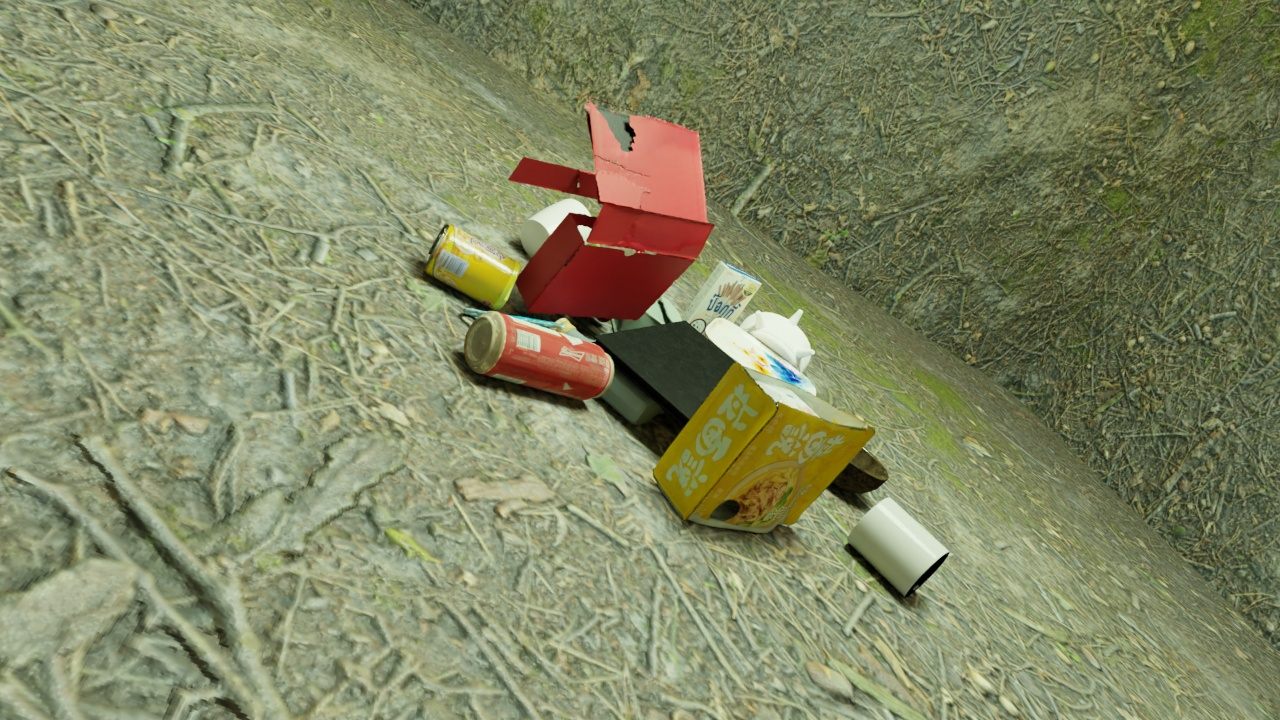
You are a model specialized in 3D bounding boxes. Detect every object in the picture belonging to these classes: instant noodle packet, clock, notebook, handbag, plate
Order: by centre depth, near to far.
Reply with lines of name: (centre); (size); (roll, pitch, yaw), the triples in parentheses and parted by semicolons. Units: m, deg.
instant noodle packet: (0.150, 0.112, 1.009); (0.221, 0.163, 0.084); (20, 23, -40)
notebook: (0.061, 0.014, 1.151); (0.169, 0.019, 0.231); (41, 25, 20)
plate: (0.173, 0.006, 1.339); (0.187, 0.016, 0.186); (36, 17, 4)
handbag: (0.019, -0.055, 1.363); (0.106, 0.067, 0.121); (31, 18, -18)
clock: (0.212, -0.018, 1.484); (0.125, 0.161, 0.072); (37, 57, 4)

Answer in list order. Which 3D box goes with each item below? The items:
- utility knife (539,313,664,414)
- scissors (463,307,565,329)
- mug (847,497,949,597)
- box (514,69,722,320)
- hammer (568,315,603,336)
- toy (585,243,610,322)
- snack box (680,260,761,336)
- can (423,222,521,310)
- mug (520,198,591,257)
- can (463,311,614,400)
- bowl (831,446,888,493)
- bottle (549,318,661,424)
utility knife: (-0.053, 0.003, 1.168); (0.209, 0.015, 0.031); (42, 15, 8)
scissors: (-0.130, -0.044, 1.054); (0.141, 0.014, 0.090); (7, -5, 33)
mug: (0.325, 0.240, 1.163); (0.097, 0.078, 0.112); (45, -8, 27)
box: (-0.006, -0.185, 1.151); (0.210, 0.316, 0.124); (0, 29, -48)
hammer: (-0.007, 0.007, 1.217); (0.317, 0.028, 0.147); (40, 6, 17)
toy: (-0.065, -0.124, 1.337); (0.124, 0.097, 0.131); (29, 21, -27)
snack box: (0.120, -0.082, 1.479); (0.082, 0.150, 0.026); (22, 21, -36)
can: (-0.203, -0.113, 1.108); (0.105, 0.068, 0.067); (29, 19, -18)
mug: (-0.142, -0.195, 1.416); (0.087, 0.114, 0.081); (-34, 108, -43)
can: (-0.108, -0.002, 0.996); (0.170, 0.067, 0.067); (18, 25, -42)
bowl: (0.296, 0.154, 1.342); (0.121, 0.056, 0.121); (31, 18, -12)
bottle: (-0.046, 0.010, 1.111); (0.161, 0.046, 0.072); (40, 18, 16)
